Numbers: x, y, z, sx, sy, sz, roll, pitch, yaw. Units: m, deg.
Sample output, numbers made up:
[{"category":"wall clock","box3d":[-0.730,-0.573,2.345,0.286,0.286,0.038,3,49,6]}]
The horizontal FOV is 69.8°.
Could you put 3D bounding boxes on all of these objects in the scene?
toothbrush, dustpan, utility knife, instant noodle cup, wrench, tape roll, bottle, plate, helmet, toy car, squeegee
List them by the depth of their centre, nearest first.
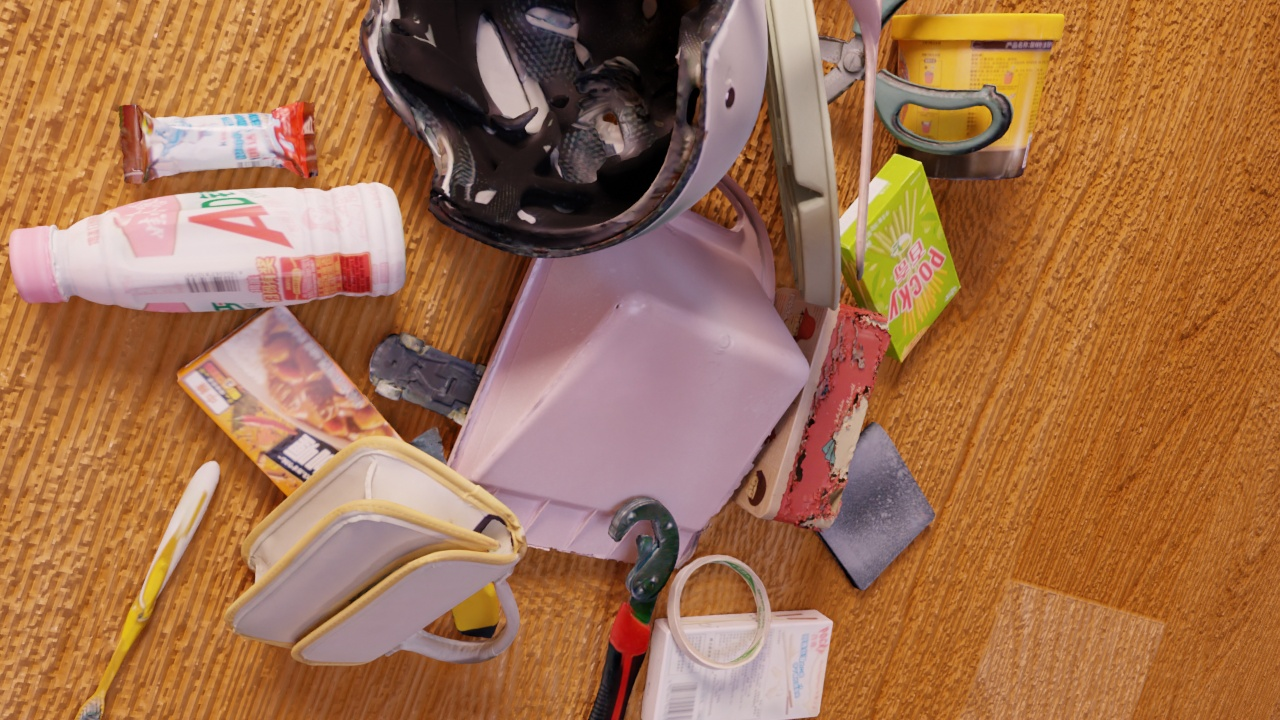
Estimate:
[{"category":"squeegee","box3d":[0.060,-0.197,0.411,0.249,0.040,0.247,26,65,-42]},{"category":"bottle","box3d":[-0.237,-0.062,0.519,0.196,0.068,0.068,-8,103,-20]},{"category":"helmet","box3d":[-0.028,-0.195,0.519,0.156,0.231,0.274,-10,77,-57]},{"category":"toothbrush","box3d":[-0.300,0.148,0.555,0.016,0.018,0.191,27,88,-28]},{"category":"plate","box3d":[0.099,-0.144,0.583,0.027,0.229,0.230,-7,105,7]},{"category":"utility knife","box3d":[-0.118,0.116,0.589,0.033,0.015,0.209,-10,131,-7]},{"category":"toy car","box3d":[-0.132,0.012,0.596,0.090,0.034,0.043,23,92,-28]},{"category":"dustpan","box3d":[-0.004,0.004,0.650,0.222,0.138,0.274,21,118,-37]},{"category":"wrench","box3d":[-0.017,0.223,0.675,0.056,0.016,0.274,2,110,-27]},{"category":"instant noodle cup","box3d":[0.245,-0.198,0.686,0.118,0.118,0.114,-9,111,-23]},{"category":"tape roll","box3d":[0.061,0.194,0.709,0.085,0.014,0.085,9,67,-23]}]

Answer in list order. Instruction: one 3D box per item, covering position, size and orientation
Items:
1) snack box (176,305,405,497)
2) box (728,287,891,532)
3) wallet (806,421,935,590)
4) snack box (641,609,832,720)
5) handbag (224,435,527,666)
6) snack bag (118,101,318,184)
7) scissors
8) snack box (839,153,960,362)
[{"category":"snack box","box3d":[-0.205,0.043,0.574,0.075,0.026,0.154,-40,113,-12]},{"category":"box","box3d":[0.128,0.038,0.687,0.075,0.091,0.168,14,94,-22]},{"category":"wallet","box3d":[0.191,0.125,0.774,0.097,0.019,0.121,-41,115,-10]},{"category":"snack box","box3d":[0.080,0.249,0.742,0.156,0.027,0.085,4,98,-25]},{"category":"handbag","box3d":[-0.141,0.141,0.561,0.178,0.063,0.164,35,123,-29]},{"category":"snack bag","box3d":[-0.240,-0.125,0.526,0.104,0.026,0.048,-5,90,-24]},{"category":"scissors","box3d":[0.191,-0.207,0.634,0.181,0.171,0.019,48,39,1]},{"category":"snack box","box3d":[0.198,-0.074,0.703,0.085,0.026,0.156,-49,138,-8]}]
